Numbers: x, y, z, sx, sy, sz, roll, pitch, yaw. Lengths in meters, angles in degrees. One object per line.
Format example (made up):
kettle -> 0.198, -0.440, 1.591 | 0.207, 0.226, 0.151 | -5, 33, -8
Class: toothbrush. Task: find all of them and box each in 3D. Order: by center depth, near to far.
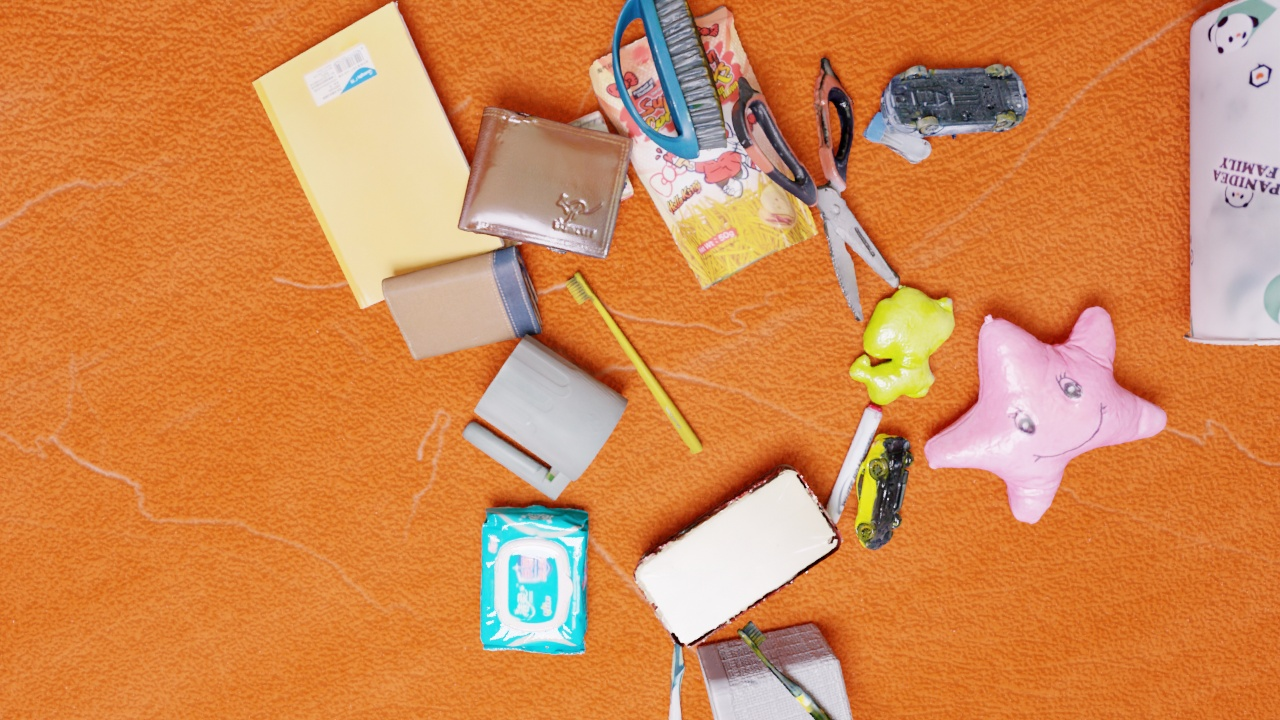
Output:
toothbrush -> 0.143, 0.285, 0.764 | 0.017, 0.012, 0.186 | -43, 101, -11
toothbrush -> -0.005, 0.005, 0.798 | 0.017, 0.015, 0.190 | -34, 99, 8
toothbrush -> 0.037, 0.289, 0.845 | 0.018, 0.016, 0.192 | 1, 99, -13

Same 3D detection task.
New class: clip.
clip -> 0.217, -0.186, 0.772 | 0.058, 0.036, 0.025 | 28, 95, -2

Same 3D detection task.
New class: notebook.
notebook -> -0.215, -0.161, 0.750 | 0.146, 0.010, 0.206 | -22, 99, 17

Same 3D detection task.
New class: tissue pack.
tissue pack -> -0.093, 0.194, 0.808 | 0.093, 0.050, 0.133 | 1, 100, -3

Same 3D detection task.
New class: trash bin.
trash bin -> 0.532, -0.150, 0.691 | 0.229, 0.229, 0.252 | -7, 93, -1

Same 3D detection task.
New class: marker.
marker -> 0.183, 0.107, 0.819 | 0.017, 0.017, 0.145 | 20, 98, -5

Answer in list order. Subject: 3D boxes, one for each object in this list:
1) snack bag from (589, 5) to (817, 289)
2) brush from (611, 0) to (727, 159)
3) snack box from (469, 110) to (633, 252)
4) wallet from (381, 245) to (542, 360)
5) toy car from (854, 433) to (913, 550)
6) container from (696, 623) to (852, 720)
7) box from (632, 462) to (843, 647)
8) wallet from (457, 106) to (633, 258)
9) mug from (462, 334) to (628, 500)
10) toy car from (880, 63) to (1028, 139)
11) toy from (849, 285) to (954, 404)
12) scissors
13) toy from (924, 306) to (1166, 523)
snack bag -> 0.055, -0.173, 0.753 | 0.128, 0.073, 0.208 | -25, 92, 3
brush -> 0.017, -0.220, 0.704 | 0.073, 0.055, 0.143 | -16, 81, 2
snack box -> -0.088, -0.143, 0.766 | 0.153, 0.025, 0.075 | -23, 99, 2
wallet -> -0.145, -0.045, 0.763 | 0.115, 0.033, 0.090 | -14, 135, 1
toy car -> 0.210, 0.115, 0.808 | 0.048, 0.032, 0.105 | -8, 109, -42
container -> 0.119, 0.295, 0.813 | 0.114, 0.090, 0.090 | -15, 100, -3
box -> 0.081, 0.164, 0.783 | 0.168, 0.078, 0.091 | -34, 83, 2
wallet -> -0.075, -0.139, 0.730 | 0.124, 0.032, 0.101 | 11, 95, -12
mug -> -0.085, 0.052, 0.778 | 0.103, 0.083, 0.124 | 35, 121, -6
toy car -> 0.258, -0.212, 0.756 | 0.120, 0.037, 0.054 | -6, 77, -9
toy -> 0.226, -0.014, 0.793 | 0.097, 0.031, 0.100 | -12, 100, 2
scissors -> 0.148, -0.144, 0.746 | 0.188, 0.015, 0.226 | 9, 80, -33
toy -> 0.331, 0.040, 0.782 | 0.195, 0.074, 0.178 | -36, 98, 5
